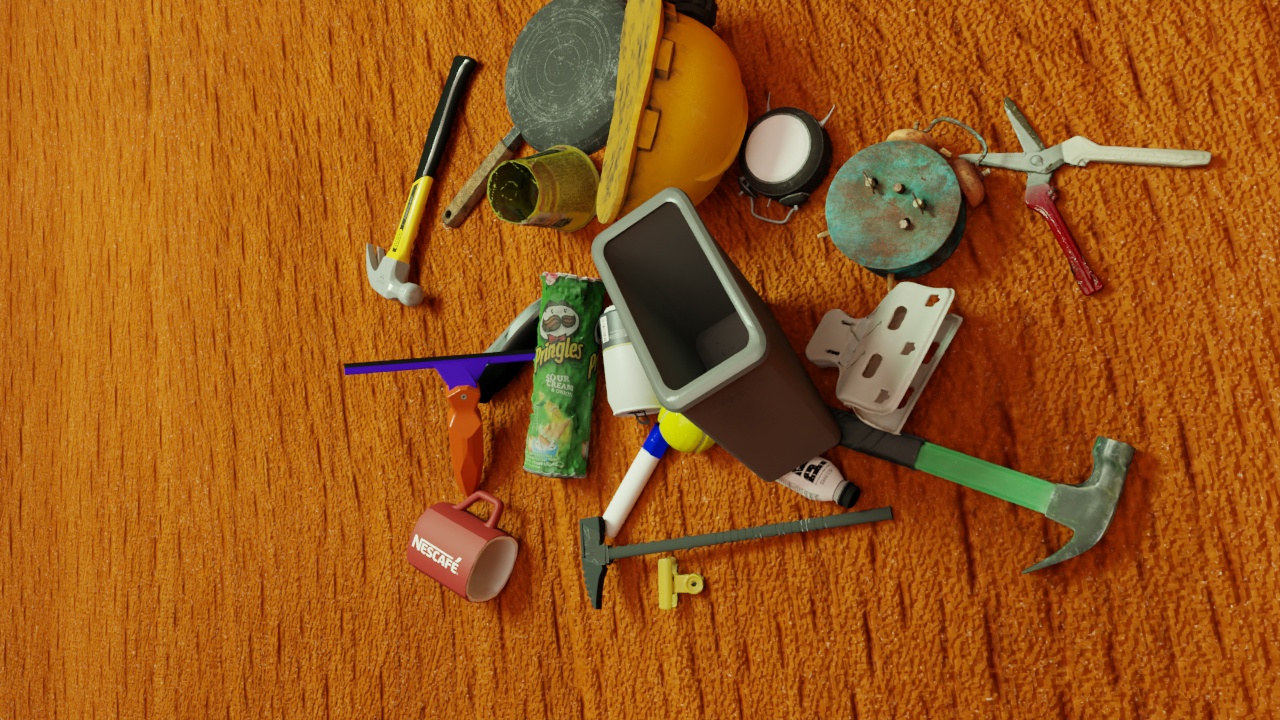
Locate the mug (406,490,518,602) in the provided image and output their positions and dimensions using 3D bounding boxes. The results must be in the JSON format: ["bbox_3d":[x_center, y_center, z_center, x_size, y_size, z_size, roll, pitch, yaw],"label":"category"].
[{"bbox_3d":[-0.200,0.206,1.060,0.097,0.080,0.116,21,89,31],"label":"mug"}]

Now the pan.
[{"bbox_3d":[-0.134,-0.288,1.099,0.358,0.040,0.207,-44,65,18],"label":"pan"}]

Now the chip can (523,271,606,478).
[{"bbox_3d":[-0.084,0.018,1.008,0.076,0.075,0.223,6,90,31],"label":"chip can"}]

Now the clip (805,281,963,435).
[{"bbox_3d":[0.223,-0.002,0.832,0.126,0.110,0.151,-58,15,-8],"label":"clip"}]

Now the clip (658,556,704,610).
[{"bbox_3d":[0.039,0.230,0.945,0.048,0.046,0.054,-11,76,55],"label":"clip"}]

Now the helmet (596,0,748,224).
[{"bbox_3d":[0.041,-0.250,0.926,0.131,0.206,0.255,10,74,-11],"label":"helmet"}]

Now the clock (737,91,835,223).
[{"bbox_3d":[0.141,-0.202,0.919,0.091,0.043,0.123,22,96,31],"label":"clock"}]

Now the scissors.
[{"bbox_3d":[0.382,-0.157,0.788,0.180,0.015,0.199,-22,73,28],"label":"scissors"}]

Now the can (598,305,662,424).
[{"bbox_3d":[-0.006,0.006,0.973,0.064,0.064,0.127,-13,78,29],"label":"can"}]

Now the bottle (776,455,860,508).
[{"bbox_3d":[0.155,0.106,0.880,0.116,0.041,0.041,27,98,30],"label":"bottle"}]

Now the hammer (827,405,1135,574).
[{"bbox_3d":[0.255,0.087,0.829,0.319,0.032,0.130,19,95,31],"label":"hammer"}]

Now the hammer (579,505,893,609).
[{"bbox_3d":[0.087,0.182,0.908,0.326,0.015,0.095,-13,70,23],"label":"hammer"}]

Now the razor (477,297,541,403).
[{"bbox_3d":[-0.150,-0.015,1.072,0.156,0.057,0.060,-39,35,22],"label":"razor"}]

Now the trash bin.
[{"bbox_3d":[0.073,-0.014,0.812,0.098,0.220,0.191,-33,56,12],"label":"trash bin"}]

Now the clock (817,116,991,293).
[{"bbox_3d":[0.244,-0.150,0.836,0.121,0.073,0.158,45,106,27],"label":"clock"}]

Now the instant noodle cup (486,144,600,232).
[{"bbox_3d":[-0.110,-0.188,1.019,0.102,0.108,0.102,7,105,27],"label":"instant noodle cup"}]

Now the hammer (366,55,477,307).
[{"bbox_3d":[-0.276,-0.234,1.174,0.127,0.029,0.323,19,92,42],"label":"hammer"}]

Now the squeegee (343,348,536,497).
[{"bbox_3d":[-0.202,0.081,1.057,0.055,0.249,0.185,-115,24,-56],"label":"squeegee"}]

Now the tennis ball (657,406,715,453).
[{"bbox_3d":[0.051,0.062,0.932,0.065,0.065,0.065,-4,83,30],"label":"tennis ball"}]

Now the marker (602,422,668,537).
[{"bbox_3d":[-0.005,0.129,0.982,0.133,0.023,0.027,-61,19,11],"label":"marker"}]
